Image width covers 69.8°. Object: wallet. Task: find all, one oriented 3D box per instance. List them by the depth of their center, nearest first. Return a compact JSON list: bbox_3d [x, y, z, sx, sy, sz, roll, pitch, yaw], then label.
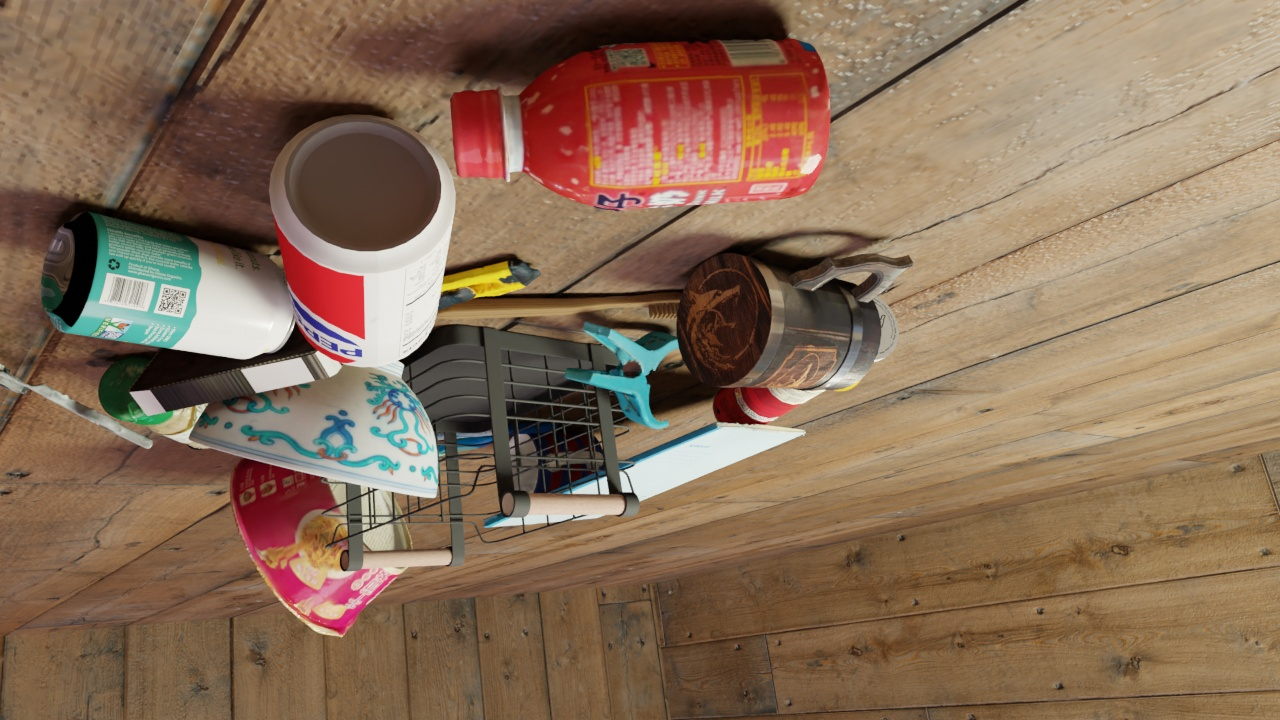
[{"bbox_3d":[-0.215,-0.007,0.511,0.123,0.072,0.019,-11,123,14],"label":"wallet"}]

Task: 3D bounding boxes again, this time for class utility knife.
[{"bbox_3d":[-0.138,-0.035,0.542,0.165,0.017,0.030,-9,154,14],"label":"utility knife"}]

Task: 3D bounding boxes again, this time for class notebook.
[{"bbox_3d":[0.006,0.107,0.839,0.254,0.009,0.180,-26,161,28],"label":"notebook"}]

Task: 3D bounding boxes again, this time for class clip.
[{"bbox_3d":[0.004,-0.009,0.644,0.031,0.121,0.130,22,158,33],"label":"clip"}]

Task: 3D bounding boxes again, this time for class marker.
[{"bbox_3d":[-0.149,0.067,0.864,0.141,0.013,0.013,-4,162,-14],"label":"marker"}]

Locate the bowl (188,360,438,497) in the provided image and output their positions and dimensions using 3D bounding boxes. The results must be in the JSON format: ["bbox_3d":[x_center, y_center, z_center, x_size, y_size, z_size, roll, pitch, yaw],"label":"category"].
[{"bbox_3d":[-0.184,0.029,0.553,0.144,0.074,0.144,14,171,2],"label":"bowl"}]

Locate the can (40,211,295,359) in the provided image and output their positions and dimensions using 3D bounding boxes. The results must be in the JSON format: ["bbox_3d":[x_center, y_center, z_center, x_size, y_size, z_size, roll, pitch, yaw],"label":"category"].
[{"bbox_3d":[-0.222,-0.033,0.438,0.055,0.055,0.101,-21,159,36],"label":"can"}]

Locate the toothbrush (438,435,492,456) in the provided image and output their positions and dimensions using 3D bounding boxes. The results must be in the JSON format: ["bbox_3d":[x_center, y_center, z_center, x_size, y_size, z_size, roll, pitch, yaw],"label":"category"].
[{"bbox_3d":[-0.203,0.092,0.908,0.135,0.017,0.022,-19,160,8],"label":"toothbrush"}]

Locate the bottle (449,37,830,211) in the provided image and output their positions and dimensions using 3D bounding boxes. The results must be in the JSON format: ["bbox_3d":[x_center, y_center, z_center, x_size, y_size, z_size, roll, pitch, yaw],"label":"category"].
[{"bbox_3d":[-0.002,-0.089,0.350,0.137,0.062,0.062,-4,163,-8],"label":"bottle"}]

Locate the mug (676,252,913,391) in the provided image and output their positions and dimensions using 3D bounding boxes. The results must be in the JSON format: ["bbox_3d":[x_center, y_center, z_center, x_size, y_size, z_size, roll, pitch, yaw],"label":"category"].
[{"bbox_3d":[0.099,-0.031,0.567,0.107,0.080,0.116,5,142,-39],"label":"mug"}]

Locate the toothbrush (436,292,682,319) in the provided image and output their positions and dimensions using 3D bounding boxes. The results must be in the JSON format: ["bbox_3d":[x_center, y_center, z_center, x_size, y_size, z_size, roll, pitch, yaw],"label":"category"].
[{"bbox_3d":[-0.046,-0.033,0.584,0.166,0.016,0.016,-2,164,-16],"label":"toothbrush"}]

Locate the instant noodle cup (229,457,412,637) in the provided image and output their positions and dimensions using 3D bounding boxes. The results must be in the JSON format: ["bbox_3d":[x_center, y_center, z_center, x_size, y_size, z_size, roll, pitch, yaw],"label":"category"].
[{"bbox_3d":[-0.272,0.143,0.813,0.078,0.178,0.179,-30,161,1],"label":"instant noodle cup"}]

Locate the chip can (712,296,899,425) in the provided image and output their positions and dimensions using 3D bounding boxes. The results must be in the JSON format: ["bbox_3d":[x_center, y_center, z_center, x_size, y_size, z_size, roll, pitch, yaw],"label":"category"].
[{"bbox_3d":[0.123,0.010,0.736,0.051,0.051,0.215,-1,162,-21],"label":"chip can"}]

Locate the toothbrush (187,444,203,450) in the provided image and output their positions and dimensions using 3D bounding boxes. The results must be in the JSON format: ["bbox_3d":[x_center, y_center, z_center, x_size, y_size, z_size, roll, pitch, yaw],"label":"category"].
[{"bbox_3d":[-0.300,0.040,0.702,0.168,0.014,0.014,-24,146,33],"label":"toothbrush"}]

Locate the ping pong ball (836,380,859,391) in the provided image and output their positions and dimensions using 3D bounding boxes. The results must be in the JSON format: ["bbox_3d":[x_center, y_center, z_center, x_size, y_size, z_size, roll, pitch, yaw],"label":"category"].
[{"bbox_3d":[0.165,0.005,0.759,0.040,0.040,0.040,-7,163,-2],"label":"ping pong ball"}]

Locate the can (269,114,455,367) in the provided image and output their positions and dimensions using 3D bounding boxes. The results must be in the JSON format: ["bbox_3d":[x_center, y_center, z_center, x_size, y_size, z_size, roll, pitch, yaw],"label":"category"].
[{"bbox_3d":[-0.123,-0.047,0.412,0.070,0.070,0.132,-3,162,-17],"label":"can"}]

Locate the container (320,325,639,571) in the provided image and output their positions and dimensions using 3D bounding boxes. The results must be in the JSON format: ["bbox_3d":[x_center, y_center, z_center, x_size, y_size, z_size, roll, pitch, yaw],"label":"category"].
[{"bbox_3d":[-0.128,0.077,0.703,0.162,0.130,0.242,8,156,-43],"label":"container"}]

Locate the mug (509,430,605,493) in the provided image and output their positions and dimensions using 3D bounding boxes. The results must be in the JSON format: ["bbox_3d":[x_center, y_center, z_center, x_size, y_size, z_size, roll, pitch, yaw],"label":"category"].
[{"bbox_3d":[-0.076,0.103,0.900,0.076,0.075,0.112,5,163,-36],"label":"mug"}]

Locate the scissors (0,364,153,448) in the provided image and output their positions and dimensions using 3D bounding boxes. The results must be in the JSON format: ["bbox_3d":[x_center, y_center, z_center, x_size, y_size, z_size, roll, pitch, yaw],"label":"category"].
[{"bbox_3d":[-0.353,0.011,0.520,0.161,0.014,0.142,32,158,-23],"label":"scissors"}]

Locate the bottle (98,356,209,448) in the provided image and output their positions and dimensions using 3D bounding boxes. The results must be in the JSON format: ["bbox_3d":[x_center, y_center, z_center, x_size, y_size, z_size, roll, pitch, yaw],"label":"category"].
[{"bbox_3d":[-0.319,0.032,0.625,0.043,0.043,0.111,-8,163,-1],"label":"bottle"}]
